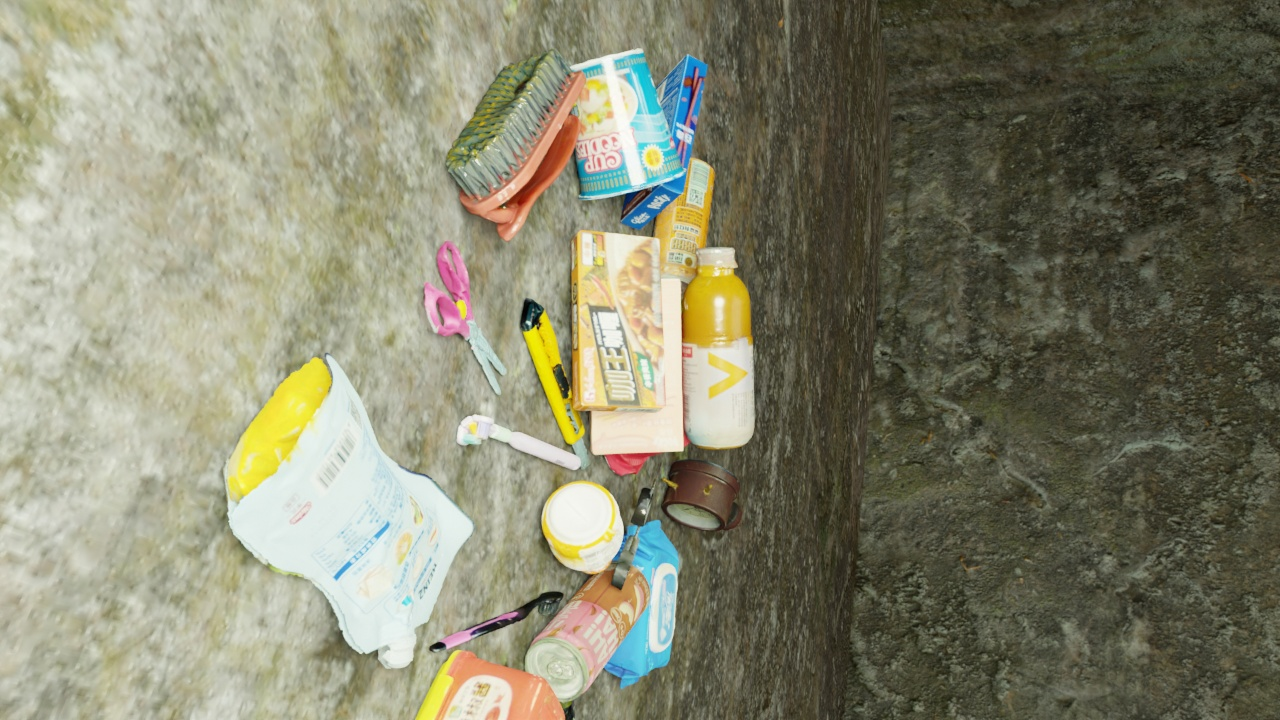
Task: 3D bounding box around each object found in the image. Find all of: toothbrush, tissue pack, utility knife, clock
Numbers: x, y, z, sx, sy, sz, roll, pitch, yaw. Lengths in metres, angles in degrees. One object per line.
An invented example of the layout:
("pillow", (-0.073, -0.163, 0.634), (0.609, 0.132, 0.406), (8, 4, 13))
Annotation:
("toothbrush", (-0.103, 0.197, 0.686), (0.189, 0.014, 0.018), (7, 96, -68))
("tissue pack", (0.002, 0.237, 0.906), (0.095, 0.052, 0.157), (23, 70, -68))
("utility knife", (-0.065, 0.027, 0.769), (0.033, 0.015, 0.193), (-65, 150, -42))
("toothbrush", (-0.086, 0.068, 0.714), (0.021, 0.029, 0.189), (58, 9, 22))
("clock", (0.071, 0.160, 1.042), (0.122, 0.082, 0.055), (62, 40, -50))

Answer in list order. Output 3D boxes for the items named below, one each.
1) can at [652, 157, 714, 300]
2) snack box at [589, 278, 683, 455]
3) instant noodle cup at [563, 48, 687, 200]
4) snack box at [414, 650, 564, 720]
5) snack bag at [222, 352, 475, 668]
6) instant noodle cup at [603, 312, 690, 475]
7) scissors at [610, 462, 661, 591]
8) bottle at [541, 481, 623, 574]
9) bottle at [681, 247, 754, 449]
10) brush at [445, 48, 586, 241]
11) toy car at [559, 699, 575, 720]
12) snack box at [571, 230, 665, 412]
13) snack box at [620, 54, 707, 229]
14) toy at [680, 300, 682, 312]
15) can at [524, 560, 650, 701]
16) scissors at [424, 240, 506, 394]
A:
("can", (0.043, -0.142, 0.984), (0.058, 0.058, 0.145), (46, 49, -62))
("snack box", (-0.005, 0.005, 0.827), (0.026, 0.084, 0.157), (-172, -99, -80))
("instant noodle cup", (-0.020, -0.202, 0.782), (0.099, 0.099, 0.110), (-47, 125, -60))
("snack box", (-0.099, 0.249, 0.603), (0.091, 0.080, 0.082), (-68, 151, -44))
("snack bag", (-0.153, 0.092, 0.514), (0.191, 0.039, 0.110), (70, 24, -47))
("instant noodle cup", (0.017, 0.021, 0.918), (0.193, 0.066, 0.194), (3, 90, -69))
("scissors", (0.003, 0.140, 0.835), (0.171, 0.014, 0.159), (99, 11, -59))
("bottle", (-0.045, 0.145, 0.765), (0.108, 0.063, 0.063), (82, 19, -59))
("bottle", (0.073, -0.012, 0.873), (0.067, 0.068, 0.189), (-22, 112, -67))
("brush", (-0.084, -0.150, 0.645), (0.069, 0.063, 0.145), (55, 41, -37))
("toy car", (-0.076, 0.300, 0.730), (0.090, 0.035, 0.042), (-53, 141, -58))
("snack box", (-0.019, -0.033, 0.781), (0.026, 0.075, 0.153), (144, -54, -67))
("snack box", (0.023, -0.213, 0.900), (0.026, 0.085, 0.156), (21, 65, -22))
("toy", (0.055, -0.060, 1.057), (0.099, 0.031, 0.097), (-64, 149, -56))
("can", (-0.041, 0.226, 0.784), (0.147, 0.058, 0.058), (-34, 122, -65))
("scissors", (-0.117, -0.029, 0.640), (0.137, 0.017, 0.077), (62, 27, -60))
